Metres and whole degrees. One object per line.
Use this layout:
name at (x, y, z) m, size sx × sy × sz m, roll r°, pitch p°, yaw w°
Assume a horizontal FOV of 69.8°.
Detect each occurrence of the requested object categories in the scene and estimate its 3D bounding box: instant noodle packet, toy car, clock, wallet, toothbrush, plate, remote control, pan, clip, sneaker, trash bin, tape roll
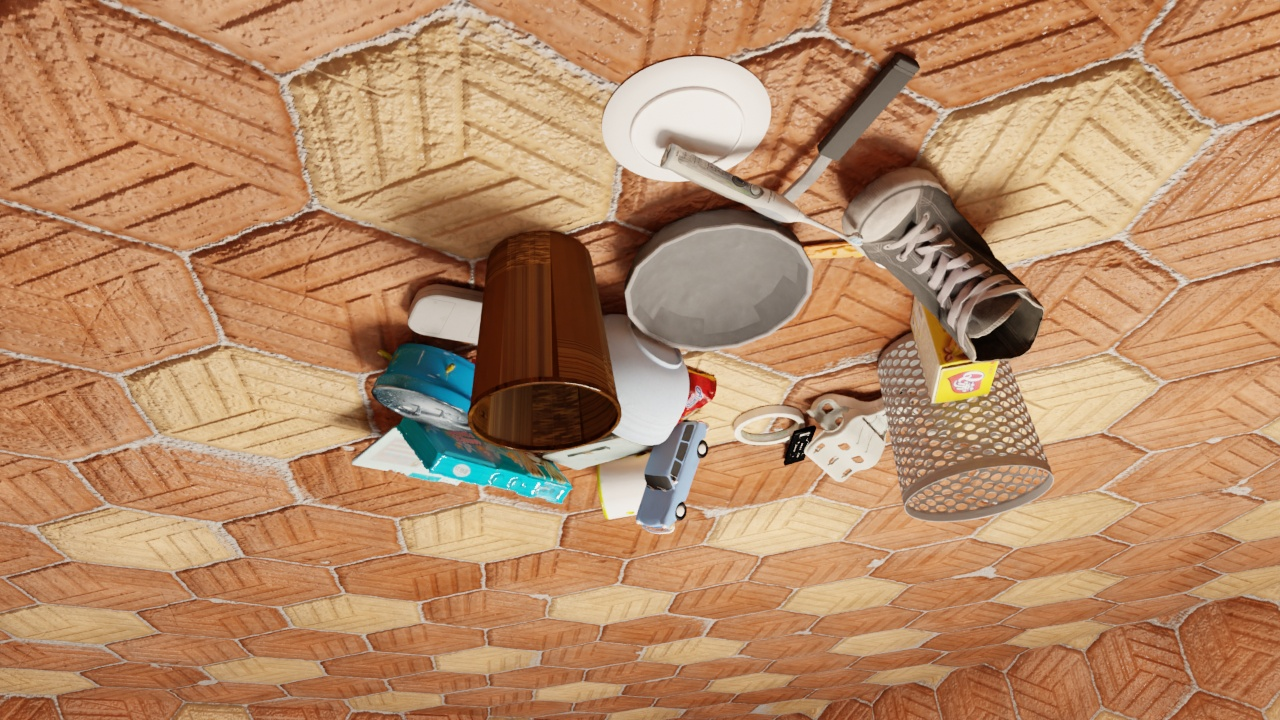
instant noodle packet at (0.015, 0.039, 1.080) m, size 0.135 × 0.039 × 0.099 m, roll 16°, pitch 140°, yaw -34°
toy car at (0.037, 0.139, 1.141) m, size 0.056 × 0.153 × 0.054 m, roll -1°, pitch 150°, yaw 46°
clock at (-0.217, 0.036, 0.990) m, size 0.117 × 0.060 × 0.161 m, roll 10°, pitch 160°, yaw 14°
wallet at (-0.059, 0.098, 1.160) m, size 0.132 × 0.054 × 0.100 m, roll -19°, pitch 146°, yaw 31°
toothbrush at (0.102, -0.130, 0.751) m, size 0.185 × 0.022 × 0.024 m, roll 22°, pitch 145°, yaw -14°
plate at (0.037, -0.184, 0.729) m, size 0.134 × 0.011 × 0.135 m, roll -4°, pitch 150°, yaw -2°
remote control at (-0.157, -0.043, 0.930) m, size 0.151 × 0.019 × 0.074 m, roll 10°, pitch 146°, yaw -25°
pan at (0.115, -0.129, 0.810) m, size 0.178 × 0.041 × 0.358 m, roll 15°, pitch 139°, yaw -25°
clip at (0.277, 0.077, 1.181) m, size 0.152 × 0.104 × 0.126 m, roll -47°, pitch 140°, yaw 6°
sneaker at (0.271, -0.081, 0.817) m, size 0.095 × 0.119 × 0.234 m, roll -40°, pitch 138°, yaw 15°
trash bin at (0.357, 0.068, 1.037) m, size 0.156 × 0.183 × 0.157 m, roll -4°, pitch 150°, yaw -3°
remote control at (0.216, 0.117, 1.251) m, size 0.030 × 0.009 × 0.140 m, roll -16°, pitch 157°, yaw -4°
tape roll at (0.169, 0.086, 1.206) m, size 0.093 × 0.013 × 0.093 m, roll -4°, pitch 149°, yaw -3°

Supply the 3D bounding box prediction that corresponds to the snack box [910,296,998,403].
snack box at (0.326, -0.022, 0.957) m, size 0.061 × 0.105 × 0.084 m, roll -9°, pitch 149°, yaw 7°

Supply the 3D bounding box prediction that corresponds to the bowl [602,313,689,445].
bowl at (-0.006, 0.005, 0.930) m, size 0.150 × 0.150 × 0.075 m, roll 21°, pitch 121°, yaw -37°

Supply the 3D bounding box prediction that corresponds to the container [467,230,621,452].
container at (-0.088, -0.021, 0.833) m, size 0.132 × 0.167 × 0.132 m, roll -4°, pitch 150°, yaw -2°

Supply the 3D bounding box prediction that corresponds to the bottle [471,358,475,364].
bottle at (-0.113, 0.008, 1.001) m, size 0.141 × 0.041 × 0.042 m, roll 3°, pitch 149°, yaw -13°

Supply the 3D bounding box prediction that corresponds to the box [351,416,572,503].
box at (-0.211, 0.119, 1.127) m, size 0.172 × 0.084 × 0.227 m, roll 1°, pitch 165°, yaw 38°

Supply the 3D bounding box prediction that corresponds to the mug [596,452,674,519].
mug at (0.000, 0.169, 1.252) m, size 0.106 × 0.082 × 0.083 m, roll -9°, pitch 149°, yaw 5°

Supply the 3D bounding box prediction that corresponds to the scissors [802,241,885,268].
scissors at (0.214, -0.107, 0.889) m, size 0.128 × 0.013 × 0.065 m, roll -6°, pitch 148°, yaw -1°
